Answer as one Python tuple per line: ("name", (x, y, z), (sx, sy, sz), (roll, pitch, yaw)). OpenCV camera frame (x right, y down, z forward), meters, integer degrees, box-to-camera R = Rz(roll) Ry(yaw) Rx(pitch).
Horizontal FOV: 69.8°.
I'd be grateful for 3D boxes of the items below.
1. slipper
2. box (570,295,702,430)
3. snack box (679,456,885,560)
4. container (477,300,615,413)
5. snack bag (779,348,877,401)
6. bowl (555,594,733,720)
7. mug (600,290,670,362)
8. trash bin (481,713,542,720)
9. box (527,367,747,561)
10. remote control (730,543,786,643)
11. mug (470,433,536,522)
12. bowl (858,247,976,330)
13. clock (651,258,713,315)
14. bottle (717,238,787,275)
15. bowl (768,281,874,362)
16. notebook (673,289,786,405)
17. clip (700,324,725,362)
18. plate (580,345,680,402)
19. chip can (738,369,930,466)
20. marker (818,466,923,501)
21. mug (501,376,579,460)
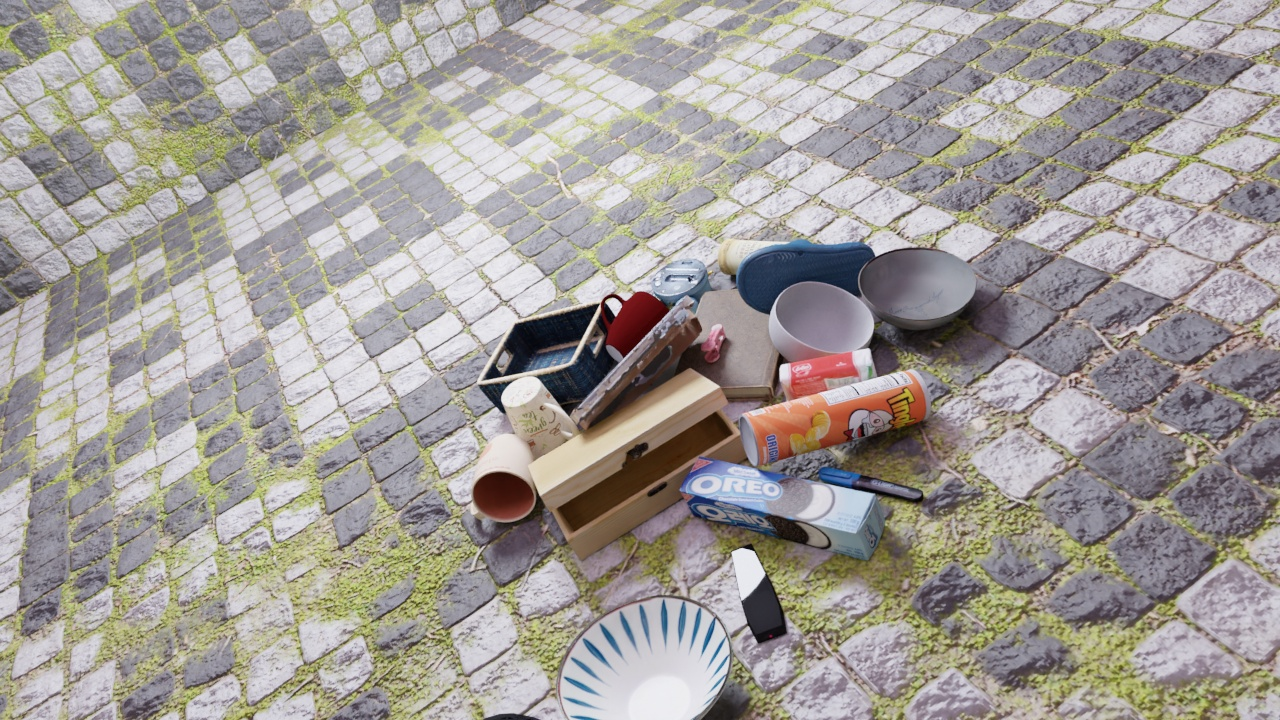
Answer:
("slipper", (0.226, -0.118, 1.261), (0.213, 0.104, 0.059), (-7, 26, -20))
("box", (-0.004, 0.010, 1.204), (0.216, 0.154, 0.058), (-45, 74, -3))
("snack box", (0.155, 0.162, 1.027), (0.227, 0.059, 0.059), (9, 53, 37))
("container", (-0.130, -0.003, 1.356), (0.188, 0.071, 0.145), (-11, 38, 34))
("snack bag", (0.233, 0.030, 1.123), (0.116, 0.077, 0.036), (-11, 41, 18))
("bowl", (0.012, 0.320, 0.901), (0.177, 0.071, 0.177), (-14, 30, 8))
("mug", (-0.016, -0.047, 1.304), (0.114, 0.087, 0.088), (42, 70, 9))
("trash bin", (-0.051, 0.407, 0.742), (0.244, 0.217, 0.216), (6, 47, 44))
("box", (-0.012, 0.108, 1.136), (0.248, 0.123, 0.140), (-30, 42, -6))
("remote control", (0.123, 0.245, 0.984), (0.039, 0.010, 0.124), (-22, 36, 5))
("mug", (-0.187, 0.160, 1.219), (0.112, 0.085, 0.104), (-47, 21, 21))
("bowl", (0.359, -0.082, 1.196), (0.151, 0.057, 0.150), (-7, 41, 6))
("clock", (0.060, -0.102, 1.403), (0.089, 0.052, 0.124), (5, 48, 33))
("bottle", (0.196, -0.151, 1.378), (0.162, 0.056, 0.056), (9, 49, 37))
("bowl", (0.231, -0.035, 1.196), (0.132, 0.064, 0.131), (5, 47, -5))
("notebook", (0.153, -0.025, 1.272), (0.190, 0.034, 0.214), (-2, 43, 26))
("clip", (0.103, -0.020, 1.252), (0.022, 0.038, 0.058), (-1, 45, 33))
("plate", (-0.017, 0.009, 1.341), (0.173, 0.019, 0.172), (-16, 38, 13))
("chip can", (0.223, 0.066, 1.059), (0.210, 0.062, 0.062), (-14, 36, -8))
("marker", (0.257, 0.138, 1.031), (0.123, 0.015, 0.018), (10, 49, 36))
("mug", (-0.130, 0.081, 1.255), (0.122, 0.097, 0.080), (16, 53, 41))
